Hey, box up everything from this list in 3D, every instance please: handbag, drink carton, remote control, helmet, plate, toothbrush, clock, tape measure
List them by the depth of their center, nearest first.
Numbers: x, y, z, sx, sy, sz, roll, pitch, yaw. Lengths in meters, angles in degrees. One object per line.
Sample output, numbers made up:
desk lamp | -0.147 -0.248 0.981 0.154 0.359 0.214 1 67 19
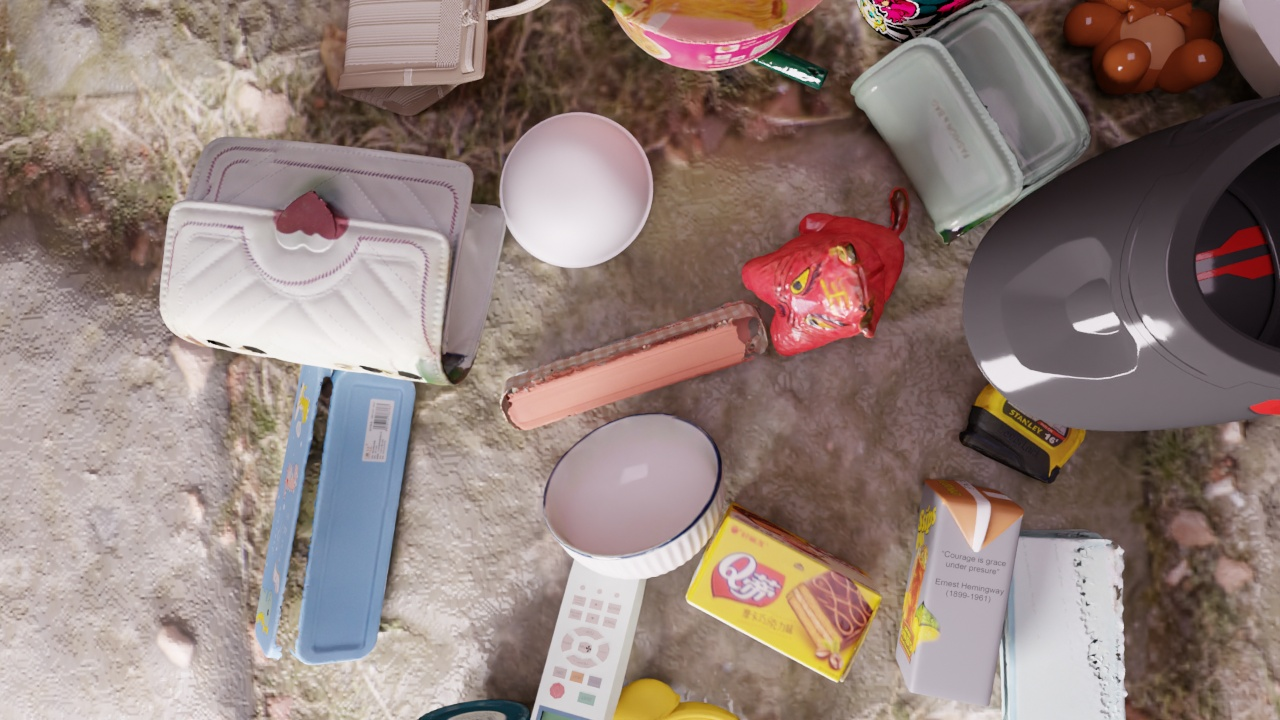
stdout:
helmet | 0.311 -0.048 0.516 0.264 0.170 0.164 -16 89 -1
plate | 0.398 -0.197 0.551 0.173 0.036 0.173 8 70 -21
drink carton | 0.199 0.142 0.578 0.048 0.076 0.125 9 94 7
handbag | 0.210 -0.151 0.584 0.106 0.067 0.122 -31 86 7
handbag | -0.106 -0.261 0.586 0.198 0.062 0.175 4 90 38
tape measure | 0.248 0.039 0.590 0.065 0.037 0.064 26 93 5
clock | 0.022 0.278 0.605 0.152 0.052 0.113 28 82 3
handbag | -0.203 -0.065 0.608 0.198 0.096 0.141 7 76 9
remote control | -0.033 0.195 0.608 0.050 0.024 0.143 7 69 22
toothbrush | 0.041 -0.233 0.631 0.190 0.017 0.016 26 89 7

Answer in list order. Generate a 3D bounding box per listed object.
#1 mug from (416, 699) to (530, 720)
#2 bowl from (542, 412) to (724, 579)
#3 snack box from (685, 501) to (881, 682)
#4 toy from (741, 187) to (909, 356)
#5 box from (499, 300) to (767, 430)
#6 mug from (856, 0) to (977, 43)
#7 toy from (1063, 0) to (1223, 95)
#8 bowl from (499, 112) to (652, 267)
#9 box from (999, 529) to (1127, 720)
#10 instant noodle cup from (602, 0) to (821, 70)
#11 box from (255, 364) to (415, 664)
mug | -0.095 0.290 0.616 0.113 0.083 0.107 -3 85 -21
bowl | 0.002 0.097 0.597 0.118 0.118 0.062 -16 129 7
snack box | 0.090 0.144 0.585 0.106 0.083 0.061 27 91 8
toy | 0.142 -0.060 0.576 0.132 0.094 0.088 -40 101 -23
box | -0.003 0.004 0.630 0.188 0.062 0.058 -16 113 4
mug | 0.197 -0.262 0.570 0.118 0.098 0.082 -21 86 6
toy | 0.317 -0.228 0.574 0.095 0.065 0.127 3 84 -2
bowl | -0.048 -0.121 0.628 0.110 0.040 0.110 0 89 7
box | 0.265 0.208 0.586 0.083 0.066 0.199 -1 89 32
instant noodle cup | 0.045 -0.266 0.590 0.178 0.078 0.178 0 80 2
box | -0.216 0.105 0.653 0.074 0.078 0.209 10 89 -36
